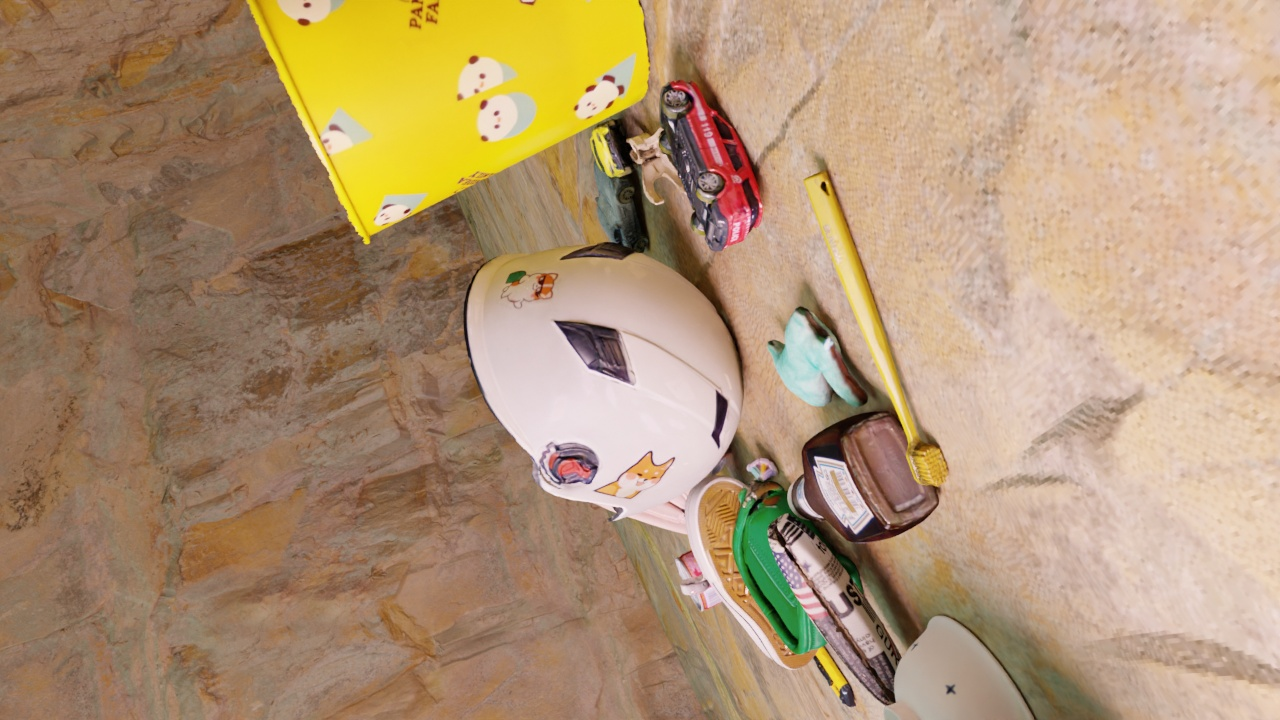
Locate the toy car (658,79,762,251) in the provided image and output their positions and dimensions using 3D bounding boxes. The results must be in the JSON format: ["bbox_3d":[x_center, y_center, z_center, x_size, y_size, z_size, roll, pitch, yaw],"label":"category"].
[{"bbox_3d":[0.044,-0.131,0.610,0.053,0.045,0.120,100,151,-68],"label":"toy car"}]

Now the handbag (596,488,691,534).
[{"bbox_3d":[0.017,0.125,1.022,0.234,0.093,0.193,34,-176,-25],"label":"handbag"}]

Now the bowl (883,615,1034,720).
[{"bbox_3d":[0.201,0.237,0.604,0.118,0.064,0.118,156,90,-80],"label":"bowl"}]

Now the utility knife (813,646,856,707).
[{"bbox_3d":[0.181,0.302,0.978,0.156,0.015,0.033,-124,17,-44],"label":"utility knife"}]

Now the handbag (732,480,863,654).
[{"bbox_3d":[0.133,0.178,0.799,0.131,0.068,0.120,52,162,50],"label":"handbag"}]

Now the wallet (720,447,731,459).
[{"bbox_3d":[0.040,0.060,0.955,0.115,0.020,0.101,2,-125,-54],"label":"wallet"}]

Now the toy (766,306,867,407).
[{"bbox_3d":[0.115,0.003,0.609,0.096,0.030,0.092,53,167,27],"label":"toy"}]

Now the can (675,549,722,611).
[{"bbox_3d":[0.095,0.232,1.034,0.066,0.093,0.067,62,170,20],"label":"can"}]

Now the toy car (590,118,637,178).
[{"bbox_3d":[-0.027,-0.186,0.811,0.105,0.032,0.048,-79,-31,-75],"label":"toy car"}]

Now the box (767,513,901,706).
[{"bbox_3d":[0.153,0.184,0.685,0.164,0.052,0.069,53,179,4],"label":"box"}]

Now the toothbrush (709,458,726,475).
[{"bbox_3d":[0.011,0.056,1.061,0.221,0.026,0.026,39,118,28],"label":"toothbrush"}]

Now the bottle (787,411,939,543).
[{"bbox_3d":[0.140,0.086,0.630,0.195,0.044,0.080,108,137,-76],"label":"bottle"}]

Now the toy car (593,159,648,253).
[{"bbox_3d":[-0.024,-0.152,0.914,0.054,0.036,0.121,58,169,36],"label":"toy car"}]

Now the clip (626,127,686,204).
[{"bbox_3d":[0.013,-0.155,0.745,0.102,0.035,0.095,-178,66,-83],"label":"clip"}]

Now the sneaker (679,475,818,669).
[{"bbox_3d":[0.100,0.210,0.923,0.088,0.118,0.241,13,139,57],"label":"sneaker"}]

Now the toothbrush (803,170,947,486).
[{"bbox_3d":[0.133,-0.016,0.513,0.190,0.015,0.017,67,165,-8],"label":"toothbrush"}]

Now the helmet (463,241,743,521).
[{"bbox_3d":[-0.005,0.005,0.775,0.274,0.157,0.229,48,-148,-42],"label":"helmet"}]

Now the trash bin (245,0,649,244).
[{"bbox_3d":[-0.146,-0.244,0.716,0.229,0.255,0.230,61,168,22],"label":"trash bin"}]

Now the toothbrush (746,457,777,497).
[{"bbox_3d":[0.116,0.137,0.928,0.189,0.029,0.021,85,-162,-65],"label":"toothbrush"}]
